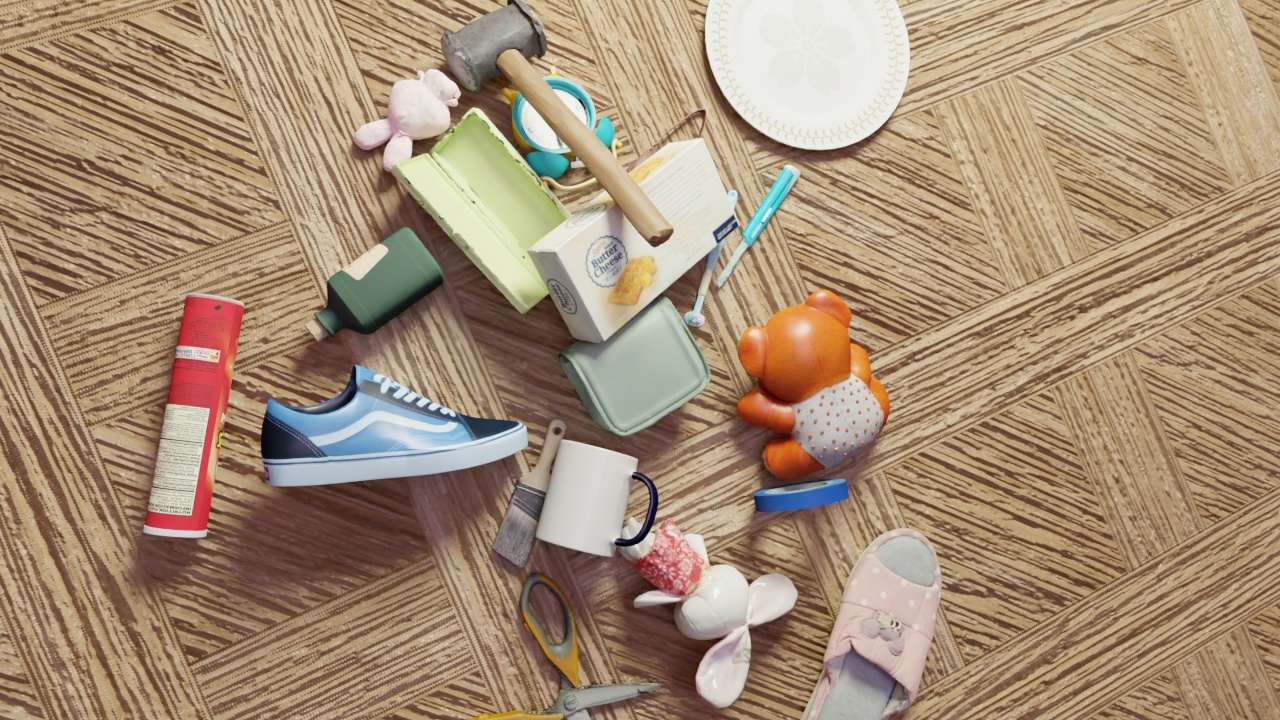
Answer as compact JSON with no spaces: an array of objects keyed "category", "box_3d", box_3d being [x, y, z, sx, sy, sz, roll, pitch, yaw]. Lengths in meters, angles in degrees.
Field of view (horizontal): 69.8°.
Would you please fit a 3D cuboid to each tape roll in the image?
[{"category":"tape roll","box_3d":[0.163,0.137,0.933,0.093,0.091,0.016,-9,87,-18]}]

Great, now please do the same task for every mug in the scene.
[{"category":"mug","box_3d":[-0.037,0.136,0.884,0.112,0.078,0.096,11,81,23]}]

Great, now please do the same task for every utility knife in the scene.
[{"category":"utility knife","box_3d":[0.126,-0.144,0.992,0.022,0.015,0.161,40,78,-37]}]

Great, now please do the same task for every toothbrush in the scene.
[{"category":"toothbrush","box_3d":[0.077,-0.110,0.975,0.022,0.016,0.155,17,81,3]}]

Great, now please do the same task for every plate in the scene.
[{"category":"plate","box_3d":[0.186,-0.351,1.022,0.242,0.016,0.242,1,85,-13]}]

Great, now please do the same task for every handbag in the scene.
[{"category":"handbag","box_3d":[-0.005,0.005,0.919,0.121,0.067,0.106,-32,101,-13]},{"category":"handbag","box_3d":[0.036,-0.223,0.974,0.055,0.029,0.119,38,73,-9]}]

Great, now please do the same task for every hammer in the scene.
[{"category":"hammer","box_3d":[-0.072,-0.226,0.871,0.098,0.052,0.328,-34,67,-14]}]

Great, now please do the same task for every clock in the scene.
[{"category":"clock","box_3d":[-0.082,-0.235,0.939,0.099,0.044,0.129,-30,85,-14]}]

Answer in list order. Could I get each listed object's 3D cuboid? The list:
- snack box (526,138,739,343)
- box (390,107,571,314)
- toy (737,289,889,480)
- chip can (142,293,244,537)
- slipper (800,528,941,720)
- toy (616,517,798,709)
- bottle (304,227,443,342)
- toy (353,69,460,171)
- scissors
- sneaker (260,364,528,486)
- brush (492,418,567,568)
[{"category":"snack box","box_3d":[-0.002,-0.121,0.899,0.207,0.058,0.104,-42,120,-25]},{"category":"box","box_3d":[-0.143,-0.144,0.905,0.188,0.066,0.127,47,63,-6]},{"category":"toy","box_3d":[0.176,0.023,0.954,0.163,0.093,0.172,-28,104,-11]},{"category":"chip can","box_3d":[-0.404,0.049,0.833,0.051,0.052,0.214,8,83,-12]},{"category":"slipper","box_3d":[0.245,0.307,0.955,0.114,0.054,0.274,25,80,-10]},{"category":"toy","box_3d":[0.055,0.229,0.908,0.194,0.084,0.158,39,59,-3]},{"category":"bottle","box_3d":[-0.257,-0.064,0.871,0.131,0.061,0.061,-38,91,-13]},{"category":"toy","box_3d":[-0.227,-0.237,0.903,0.063,0.047,0.110,45,86,2]},{"category":"scissors","box_3d":[-0.088,0.318,0.898,0.225,0.016,0.229,-9,87,-14]},{"category":"sneaker","box_3d":[-0.216,0.052,0.835,0.240,0.083,0.098,-3,95,-27]},{"category":"brush","box_3d":[-0.105,0.129,0.913,0.039,0.012,0.151,23,80,-9]}]
